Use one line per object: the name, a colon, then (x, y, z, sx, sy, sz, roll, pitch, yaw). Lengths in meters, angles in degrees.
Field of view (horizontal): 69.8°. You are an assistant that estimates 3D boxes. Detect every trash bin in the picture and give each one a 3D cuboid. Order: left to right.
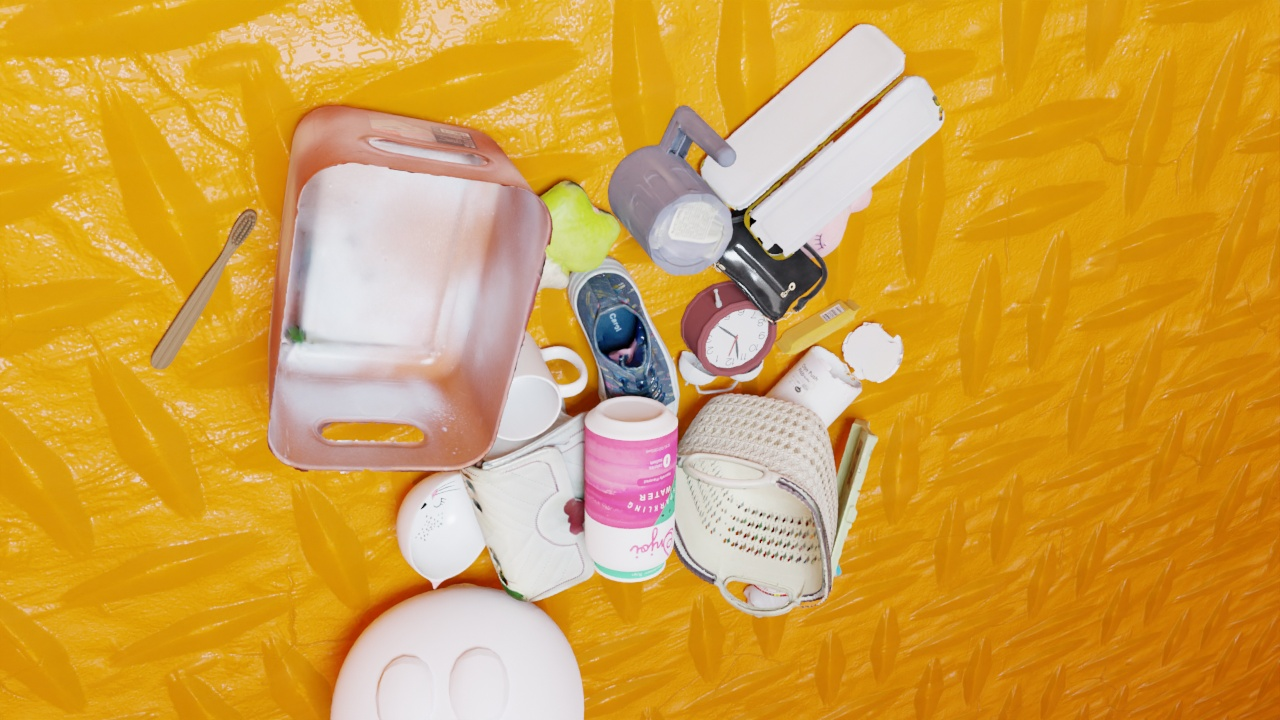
trash bin: (-0.199, -0.056, 0.742, 0.181, 0.157, 0.260, 3, 120, -26)

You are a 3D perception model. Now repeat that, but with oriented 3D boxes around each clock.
clock: (0.092, -0.022, 0.965, 0.096, 0.048, 0.138, -4, 124, -22)

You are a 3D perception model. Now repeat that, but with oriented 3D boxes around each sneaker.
sneaker: (-0.005, 0.005, 0.922, 0.087, 0.079, 0.236, -24, 130, -6)

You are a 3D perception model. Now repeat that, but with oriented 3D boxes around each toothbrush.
toothbrush: (-0.362, -0.056, 0.759, 0.016, 0.016, 0.167, 28, 109, -35)

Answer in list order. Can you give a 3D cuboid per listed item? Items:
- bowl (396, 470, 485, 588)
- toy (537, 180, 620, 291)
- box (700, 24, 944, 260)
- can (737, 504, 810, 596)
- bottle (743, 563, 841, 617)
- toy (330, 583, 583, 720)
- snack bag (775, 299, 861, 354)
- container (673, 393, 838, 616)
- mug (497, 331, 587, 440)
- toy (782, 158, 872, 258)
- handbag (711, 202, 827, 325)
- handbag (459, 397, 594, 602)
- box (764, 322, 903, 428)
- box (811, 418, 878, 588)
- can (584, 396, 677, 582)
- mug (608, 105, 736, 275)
bowl: (-0.208, 0.163, 0.946, 0.114, 0.051, 0.115, -26, 124, -46)
toy: (-0.081, -0.103, 0.834, 0.118, 0.043, 0.092, -43, 128, 12)
box: (0.167, -0.200, 0.843, 0.210, 0.045, 0.128, -41, 95, 6)
can: (0.171, 0.228, 1.155, 0.086, 0.086, 0.116, -22, 129, -9)
bottle: (0.211, 0.309, 1.259, 0.136, 0.044, 0.044, -19, 129, -11)
toy: (-0.193, 0.376, 0.999, 0.263, 0.265, 0.281, -5, 155, -3)
snack bag: (0.197, -0.037, 1.017, 0.099, 0.026, 0.020, -31, 130, -3)
container: (0.125, 0.152, 0.993, 0.185, 0.142, 0.252, 7, 139, 24)
mug: (-0.106, 0.016, 0.876, 0.110, 0.090, 0.074, -11, 127, -17)
toy: (0.186, -0.160, 0.912, 0.105, 0.053, 0.108, -39, 130, -14)
handbag: (0.119, -0.095, 0.896, 0.128, 0.054, 0.079, 42, 75, -14)
handbag: (-0.101, 0.142, 0.946, 0.141, 0.096, 0.199, -32, 132, -24)
box: (0.211, 0.020, 1.028, 0.094, 0.084, 0.166, 14, 124, -45)
box: (0.241, 0.166, 1.089, 0.030, 0.138, 0.187, 16, 98, 10)
can: (-0.010, 0.124, 0.889, 0.088, 0.088, 0.166, -7, 111, -20)
mug: (0.035, -0.151, 0.812, 0.083, 0.104, 0.124, 14, 117, -30)
